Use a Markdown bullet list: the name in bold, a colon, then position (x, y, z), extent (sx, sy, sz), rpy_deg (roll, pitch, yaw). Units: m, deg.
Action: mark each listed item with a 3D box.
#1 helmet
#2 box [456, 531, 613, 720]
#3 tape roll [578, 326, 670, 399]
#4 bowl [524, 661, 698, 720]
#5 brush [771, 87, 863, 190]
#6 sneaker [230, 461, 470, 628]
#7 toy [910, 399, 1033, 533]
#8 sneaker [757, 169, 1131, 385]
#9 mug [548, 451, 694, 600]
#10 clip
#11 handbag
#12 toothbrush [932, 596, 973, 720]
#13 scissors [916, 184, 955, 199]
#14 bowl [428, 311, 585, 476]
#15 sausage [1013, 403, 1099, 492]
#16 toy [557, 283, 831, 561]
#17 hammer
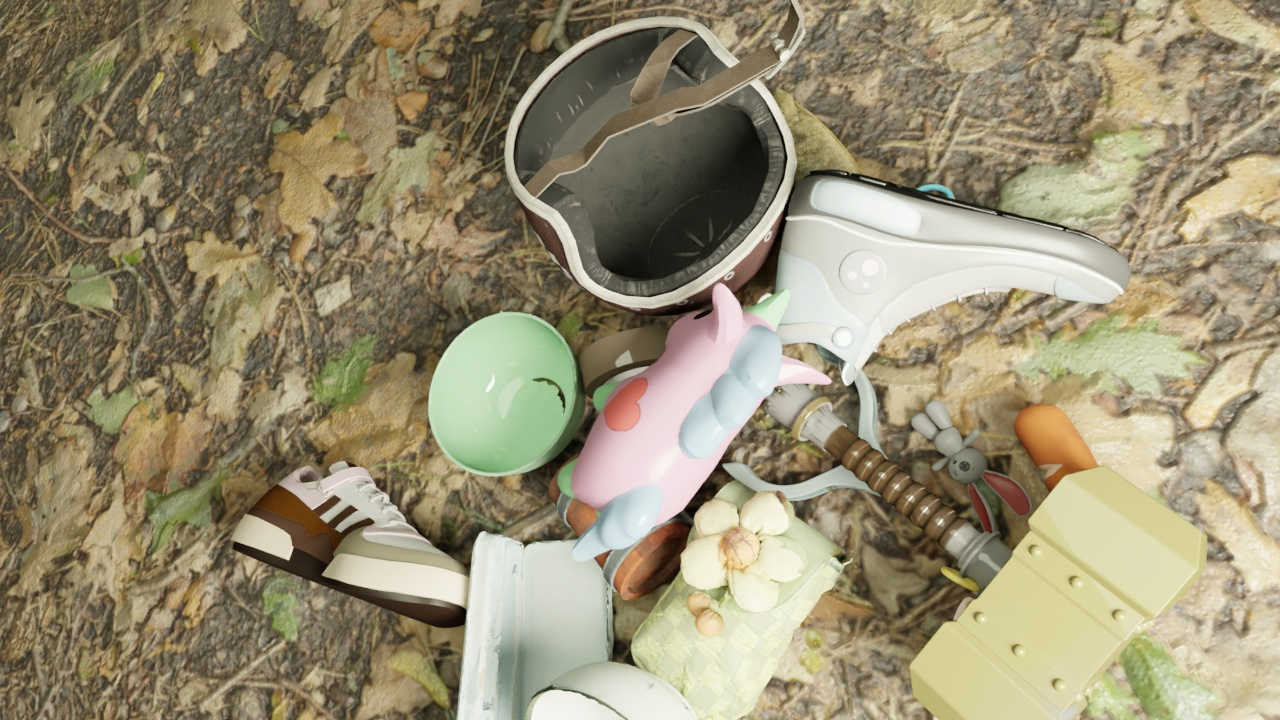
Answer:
- **helmet**: position (0.014, -0.161, 0.744), extent (0.233, 0.253, 0.234), rpy_deg (-45, 46, -1)
- **box**: position (-0.096, 0.246, 0.758), extent (0.130, 0.105, 0.210), rpy_deg (-9, 72, 17)
- **tape roll**: position (-0.005, 0.005, 0.795), extent (0.094, 0.093, 0.030), rpy_deg (-20, 68, 17)
- **bowl**: position (-0.007, 0.287, 0.687), extent (0.153, 0.072, 0.154), rpy_deg (20, 125, 30)
- **brush**: position (0.155, -0.169, 0.803), extent (0.059, 0.043, 0.195), rpy_deg (-34, 61, 11)
- **sneaker**: position (-0.249, 0.159, 0.852), extent (0.294, 0.111, 0.116), rpy_deg (5, 63, 37)
- **toy**: position (0.249, 0.080, 0.699), extent (0.049, 0.030, 0.111), rpy_deg (-53, 56, 34)
- **sneaker**: position (0.226, -0.046, 0.707), extent (0.257, 0.093, 0.160), rpy_deg (17, 103, 4)
- **mug**: position (-0.005, 0.122, 0.777), extent (0.117, 0.081, 0.111), rpy_deg (-39, 59, -11)
- **clip**: position (0.158, 0.044, 0.751), extent (0.169, 0.031, 0.164), rpy_deg (6, 79, 24)
- **handbag**: position (0.068, 0.185, 0.698), extent (0.113, 0.117, 0.186), rpy_deg (32, 89, 29)
- **toothbrush**: position (0.219, 0.261, 0.669), extent (0.016, 0.018, 0.181), rpy_deg (13, 78, 25)
- **scissors**: position (0.207, -0.108, 0.783), extent (0.136, 0.015, 0.055), rpy_deg (-21, 69, 14)
- **bowl**: position (-0.111, 0.037, 0.841), extent (0.151, 0.077, 0.150), rpy_deg (-7, 73, 21)
- **sausage**: position (0.317, 0.107, 0.657), extent (0.044, 0.039, 0.164), rpy_deg (-22, 67, 19)
- **toy**: position (0.027, 0.048, 0.676), extent (0.171, 0.120, 0.221), rpy_deg (-15, 43, 54)
- **hammer**: position (0.193, 0.098, 0.655), extent (0.325, 0.100, 0.190), rpy_deg (41, 103, 33)
